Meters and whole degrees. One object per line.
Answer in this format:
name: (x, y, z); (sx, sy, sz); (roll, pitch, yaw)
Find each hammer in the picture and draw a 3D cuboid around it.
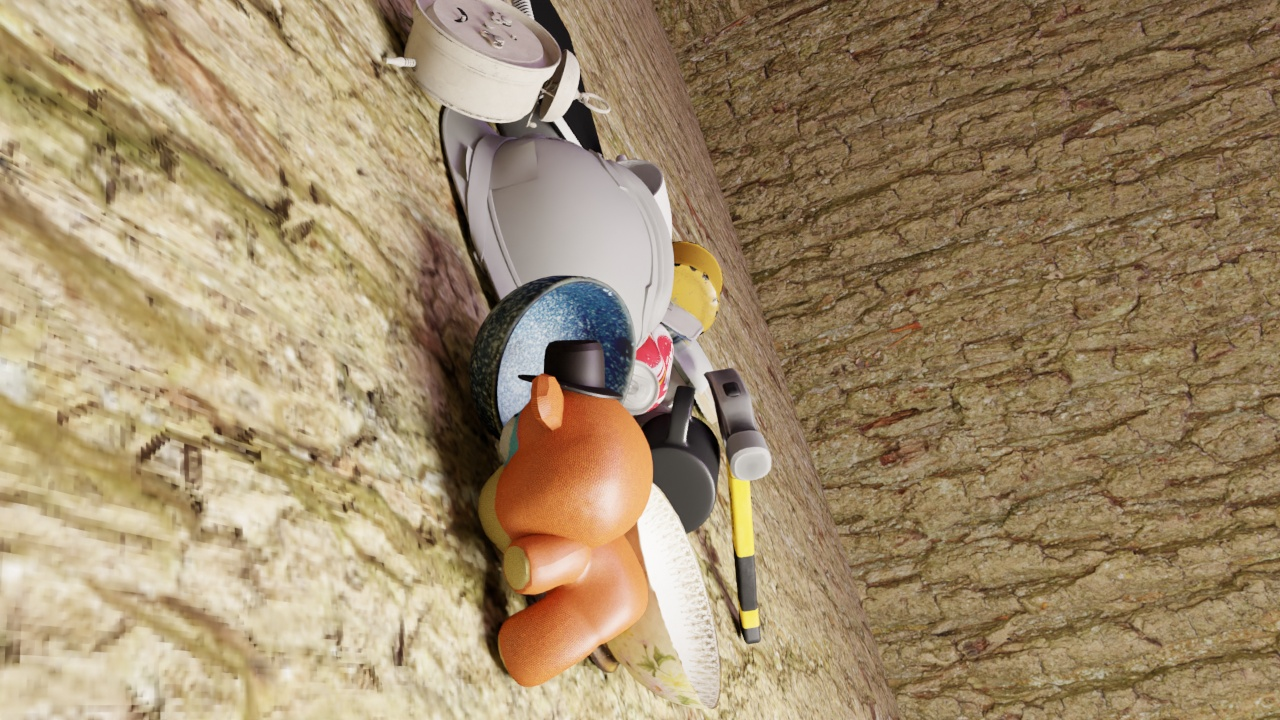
hammer: (0.097, 0.155, 0.893); (0.169, 0.034, 0.325); (-101, -177, -57)

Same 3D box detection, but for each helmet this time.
helmet: (-0.041, -0.094, 0.692); (0.183, 0.118, 0.271); (5, 63, -76)

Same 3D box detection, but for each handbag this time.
handbag: (0.013, -0.038, 0.948); (0.176, 0.074, 0.151); (60, 13, 2)

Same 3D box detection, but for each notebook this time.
notebook: (-0.078, -0.273, 0.844); (0.149, 0.016, 0.206); (48, 25, -62)

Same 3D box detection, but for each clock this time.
clock: (-0.095, -0.202, 0.645); (0.156, 0.061, 0.103); (18, 38, -20)

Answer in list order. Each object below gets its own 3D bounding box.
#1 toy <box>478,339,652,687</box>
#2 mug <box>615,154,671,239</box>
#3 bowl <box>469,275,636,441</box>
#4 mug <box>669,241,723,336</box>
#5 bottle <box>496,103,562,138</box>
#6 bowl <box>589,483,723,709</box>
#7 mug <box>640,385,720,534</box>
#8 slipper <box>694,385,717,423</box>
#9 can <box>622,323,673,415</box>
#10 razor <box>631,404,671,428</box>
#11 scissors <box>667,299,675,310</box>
toy: (-0.035, 0.077, 0.487); (0.112, 0.096, 0.176); (15, 87, -75)
mug: (-0.008, -0.136, 0.839); (0.089, 0.071, 0.107); (72, 7, -47)
bowl: (-0.062, 0.000, 0.553); (0.114, 0.061, 0.114); (-21, 120, -42)
mug: (0.037, -0.088, 1.090); (0.123, 0.101, 0.094); (37, 22, -9)
bottle: (-0.100, -0.224, 0.821); (0.083, 0.046, 0.174); (-42, 111, -77)
bowl: (-0.001, 0.154, 0.584); (0.145, 0.063, 0.145); (-19, 90, -78)
mug: (0.029, 0.077, 0.763); (0.087, 0.078, 0.114); (-64, 163, -73)
slipper: (0.062, -0.048, 1.226); (0.272, 0.054, 0.114); (71, 17, 4)
can: (-0.005, 0.005, 0.813); (0.104, 0.064, 0.064); (-76, 143, -69)
razor: (0.028, 0.105, 0.858); (0.088, 0.047, 0.116); (37, 42, -68)
scissors: (-0.028, -0.109, 0.914); (0.155, 0.019, 0.124); (28, 24, -45)
